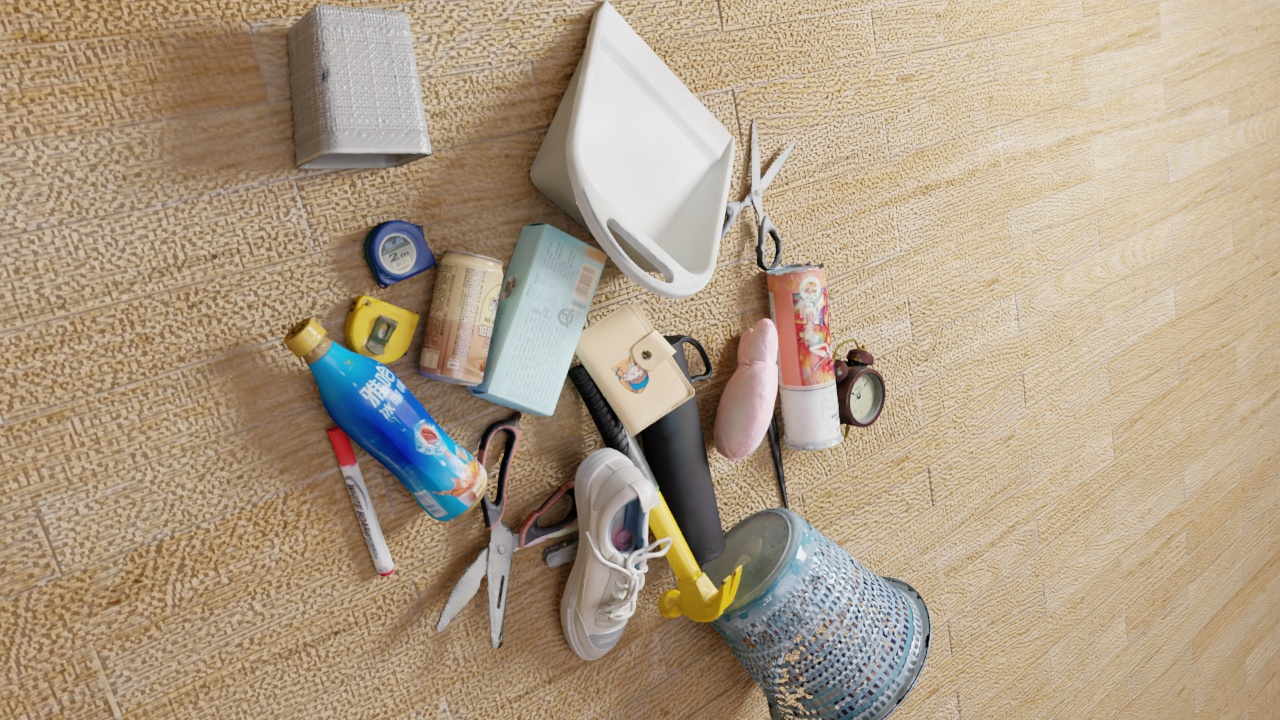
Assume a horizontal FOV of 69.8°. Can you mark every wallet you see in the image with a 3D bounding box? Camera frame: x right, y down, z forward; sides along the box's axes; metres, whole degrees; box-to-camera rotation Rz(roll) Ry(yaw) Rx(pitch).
[{"bbox_3d":[-0.005,0.005,0.909,0.087,0.024,0.115,-33,86,-17],"label":"wallet"}]

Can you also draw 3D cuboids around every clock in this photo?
[{"bbox_3d":[0.261,0.031,1.148,0.081,0.055,0.122,-23,111,-32],"label":"clock"}]

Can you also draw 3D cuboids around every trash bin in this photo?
[{"bbox_3d":[0.177,0.281,1.038,0.195,0.227,0.226,46,68,-17],"label":"trash bin"}]

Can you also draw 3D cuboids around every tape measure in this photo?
[{"bbox_3d":[-0.214,-0.096,0.805,0.058,0.025,0.054,-31,111,-34],"label":"tape measure"},{"bbox_3d":[-0.227,-0.025,0.801,0.060,0.029,0.057,22,83,-36],"label":"tape measure"}]

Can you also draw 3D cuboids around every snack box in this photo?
[{"bbox_3d":[-0.099,-0.039,0.879,0.074,0.052,0.174,23,81,-34],"label":"snack box"}]

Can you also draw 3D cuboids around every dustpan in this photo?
[{"bbox_3d":[0.015,-0.189,0.891,0.222,0.143,0.257,38,75,-33],"label":"dustpan"}]

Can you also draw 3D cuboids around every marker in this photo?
[{"bbox_3d":[-0.246,0.126,0.812,0.017,0.017,0.145,-24,109,-32],"label":"marker"}]

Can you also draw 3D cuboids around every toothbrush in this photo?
[{"bbox_3d":[-0.072,0.171,0.945,0.189,0.020,0.029,-15,72,-35],"label":"toothbrush"},{"bbox_3d":[0.173,0.138,1.122,0.015,0.018,0.181,-20,106,-28],"label":"toothbrush"}]

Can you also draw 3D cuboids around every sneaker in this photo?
[{"bbox_3d":[-0.020,0.210,0.913,0.089,0.091,0.243,-16,122,-38],"label":"sneaker"}]

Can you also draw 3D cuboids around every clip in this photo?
[{"bbox_3d":[-0.073,0.196,0.946,0.058,0.043,0.027,-16,111,-25],"label":"clip"}]

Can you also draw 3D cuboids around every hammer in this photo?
[{"bbox_3d":[0.008,0.137,0.941,0.032,0.129,0.301,-32,98,-40],"label":"hammer"}]

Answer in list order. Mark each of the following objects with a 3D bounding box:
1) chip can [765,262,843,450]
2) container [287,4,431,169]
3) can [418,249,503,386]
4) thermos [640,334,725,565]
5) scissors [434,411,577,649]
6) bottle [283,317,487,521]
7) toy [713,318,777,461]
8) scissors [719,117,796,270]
[{"bbox_3d":[0.193,-0.006,1.086,0.071,0.071,0.215,-16,104,-34],"label":"chip can"},{"bbox_3d":[-0.230,-0.218,0.741,0.090,0.090,0.114,-9,97,-36],"label":"container"},{"bbox_3d":[-0.162,-0.038,0.829,0.058,0.059,0.116,12,89,-37],"label":"can"},{"bbox_3d":[0.049,0.094,0.987,0.090,0.068,0.242,-14,105,-13],"label":"thermos"},{"bbox_3d":[-0.126,0.160,0.884,0.226,0.015,0.189,-32,104,-34],"label":"scissors"},{"bbox_3d":[-0.220,0.051,0.791,0.065,0.065,0.219,-49,121,-21],"label":"bottle"},{"bbox_3d":[0.120,0.034,1.017,0.054,0.121,0.159,16,77,-9],"label":"toy"},{"bbox_3d":[0.133,-0.185,1.047,0.180,0.014,0.159,-35,105,-23],"label":"scissors"}]
